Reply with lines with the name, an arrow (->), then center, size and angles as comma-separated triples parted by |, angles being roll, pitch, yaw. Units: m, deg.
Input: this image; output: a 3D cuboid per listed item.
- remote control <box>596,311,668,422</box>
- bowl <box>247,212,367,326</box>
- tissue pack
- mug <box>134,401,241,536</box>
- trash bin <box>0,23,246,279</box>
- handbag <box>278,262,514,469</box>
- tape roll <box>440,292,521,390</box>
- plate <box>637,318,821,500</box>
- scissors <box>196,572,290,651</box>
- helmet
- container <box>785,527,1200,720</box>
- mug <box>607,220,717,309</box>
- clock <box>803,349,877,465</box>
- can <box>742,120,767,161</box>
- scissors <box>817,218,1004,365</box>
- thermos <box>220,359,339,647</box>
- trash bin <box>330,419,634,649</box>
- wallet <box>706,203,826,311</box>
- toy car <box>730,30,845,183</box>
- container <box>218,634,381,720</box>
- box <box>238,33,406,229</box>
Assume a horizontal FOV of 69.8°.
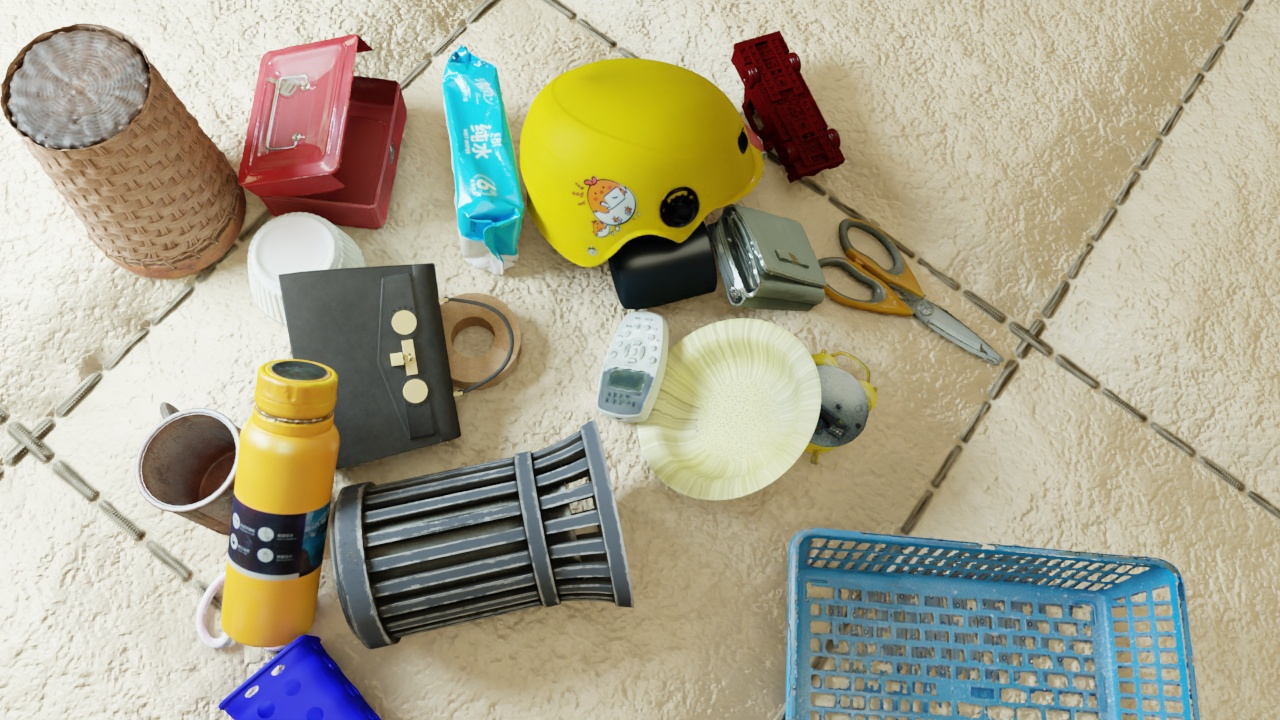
remote control -> -0.005, 0.005, 0.909 | 0.060, 0.028, 0.114 | 10, 70, 21
bowl -> -0.331, -0.094, 0.899 | 0.115, 0.063, 0.115 | 2, 72, -5
tissue pack -> -0.161, -0.200, 0.923 | 0.066, 0.117, 0.209 | -8, 72, -11
mug -> -0.381, 0.090, 0.809 | 0.096, 0.110, 0.123 | -33, 69, -16
trash bin -> -0.469, -0.183, 0.838 | 0.151, 0.210, 0.151 | 1, 72, -5
handbag -> -0.215, -0.004, 0.853 | 0.195, 0.072, 0.176 | -9, 96, -14
tape roll -> -0.165, -0.019, 0.909 | 0.094, 0.027, 0.094 | 2, 72, -5
plate -> 0.088, 0.050, 0.881 | 0.185, 0.036, 0.184 | -13, 60, 23
scissors -> -0.357, 0.174, 0.836 | 0.101, 0.016, 0.178 | -3, 73, -6
helmet -> -0.009, -0.217, 0.879 | 0.240, 0.140, 0.208 | -19, 44, 1
container -> 0.299, 0.296, 0.818 | 0.362, 0.089, 0.256 | 6, 71, -4
mug -> 0.014, -0.111, 0.934 | 0.094, 0.085, 0.121 | -15, 46, -7
clock -> 0.185, 0.040, 0.908 | 0.083, 0.057, 0.118 | 37, 73, 7
can -> 0.089, -0.243, 0.993 | 0.054, 0.054, 0.096 | -38, 79, -16
scissors -> 0.294, -0.071, 0.976 | 0.229, 0.016, 0.113 | 30, 72, 4
thermos -> -0.298, 0.113, 0.757 | 0.076, 0.091, 0.233 | -2, 112, -41
trash bin -> -0.134, 0.154, 0.790 | 0.227, 0.164, 0.164 | -11, 73, -5
wallet -> 0.131, -0.101, 0.923 | 0.131, 0.054, 0.100 | 1, 69, -51
toy car -> 0.156, -0.271, 1.004 | 0.070, 0.062, 0.169 | -20, 75, -11
container -> -0.274, 0.302, 0.765 | 0.085, 0.085, 0.113 | -40, 81, -17
box -> -0.319, -0.225, 0.935 | 0.137, 0.126, 0.157 | 1, 74, 16
